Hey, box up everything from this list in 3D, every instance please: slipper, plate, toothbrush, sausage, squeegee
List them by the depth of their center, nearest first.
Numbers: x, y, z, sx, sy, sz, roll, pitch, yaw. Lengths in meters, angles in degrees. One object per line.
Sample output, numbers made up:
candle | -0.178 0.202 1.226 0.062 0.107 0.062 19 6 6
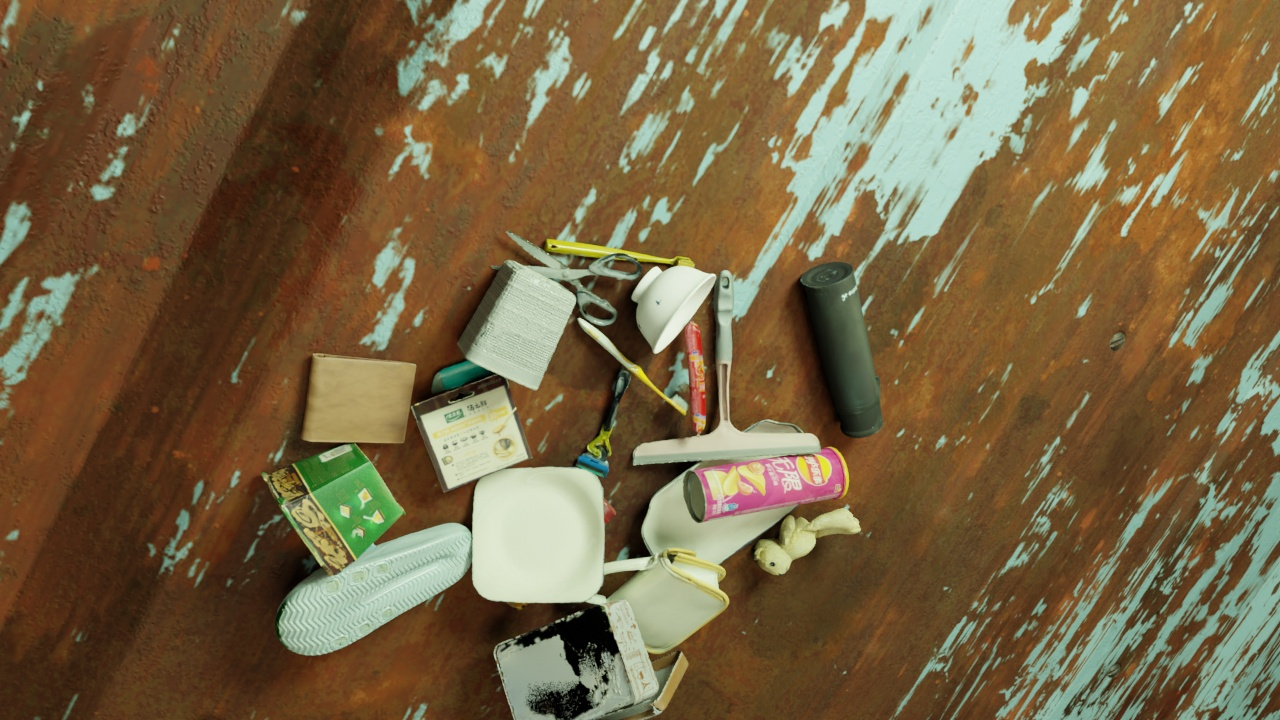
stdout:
slipper | -0.314 0.255 1.089 0.244 0.074 0.104 -21 124 -32
toothbrush | -0.022 -0.125 1.091 0.190 0.016 0.016 5 106 -24
plate | -0.124 0.213 1.130 0.164 0.034 0.164 0 82 4
toothbrush | -0.007 0.007 1.136 0.191 0.016 0.018 42 84 -21
sausage | 0.070 0.023 1.154 0.020 0.020 0.156 -10 106 -19
squeegee | 0.109 0.005 1.182 0.247 0.040 0.250 -3 105 -2
plate | 0.119 0.183 1.257 0.265 0.034 0.162 -35 118 -6

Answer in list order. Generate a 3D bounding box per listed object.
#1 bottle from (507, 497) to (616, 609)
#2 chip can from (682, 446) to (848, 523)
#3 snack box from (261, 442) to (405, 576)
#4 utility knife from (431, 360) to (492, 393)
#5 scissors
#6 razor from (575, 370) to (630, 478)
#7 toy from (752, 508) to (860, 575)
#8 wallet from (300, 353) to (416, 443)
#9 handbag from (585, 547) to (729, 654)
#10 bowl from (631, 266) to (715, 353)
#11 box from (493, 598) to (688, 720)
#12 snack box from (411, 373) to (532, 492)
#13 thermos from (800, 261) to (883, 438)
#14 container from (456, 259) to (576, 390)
bottle | -0.108 0.240 1.173 0.175 0.057 0.057 -42 119 -2
chip can | 0.165 0.162 1.206 0.210 0.071 0.071 -6 112 -20
snack box | -0.339 0.155 1.025 0.105 0.118 0.117 -35 120 -21
utility knife | -0.173 0.003 1.082 0.157 0.013 0.029 -19 118 -17
scissors | -0.080 -0.099 1.069 0.159 0.014 0.175 -23 126 3
razor | -0.040 0.077 1.158 0.043 0.022 0.143 20 105 4
toy | 0.235 0.255 1.303 0.157 0.066 0.105 -26 149 8
wallet | -0.318 0.045 1.036 0.115 0.020 0.101 6 107 -27
handbag | 0.007 0.303 1.216 0.178 0.063 0.164 30 122 -23
bowl | 0.029 -0.074 1.096 0.065 0.118 0.118 39 92 8
box | -0.052 0.407 1.206 0.183 0.156 0.192 -26 165 19
snack box | -0.199 0.077 1.076 0.113 0.053 0.126 -21 116 -13
thermos | 0.279 -0.016 1.236 0.089 0.069 0.243 -46 128 -39
container | -0.136 -0.043 1.024 0.090 0.090 0.114 25 95 -23
